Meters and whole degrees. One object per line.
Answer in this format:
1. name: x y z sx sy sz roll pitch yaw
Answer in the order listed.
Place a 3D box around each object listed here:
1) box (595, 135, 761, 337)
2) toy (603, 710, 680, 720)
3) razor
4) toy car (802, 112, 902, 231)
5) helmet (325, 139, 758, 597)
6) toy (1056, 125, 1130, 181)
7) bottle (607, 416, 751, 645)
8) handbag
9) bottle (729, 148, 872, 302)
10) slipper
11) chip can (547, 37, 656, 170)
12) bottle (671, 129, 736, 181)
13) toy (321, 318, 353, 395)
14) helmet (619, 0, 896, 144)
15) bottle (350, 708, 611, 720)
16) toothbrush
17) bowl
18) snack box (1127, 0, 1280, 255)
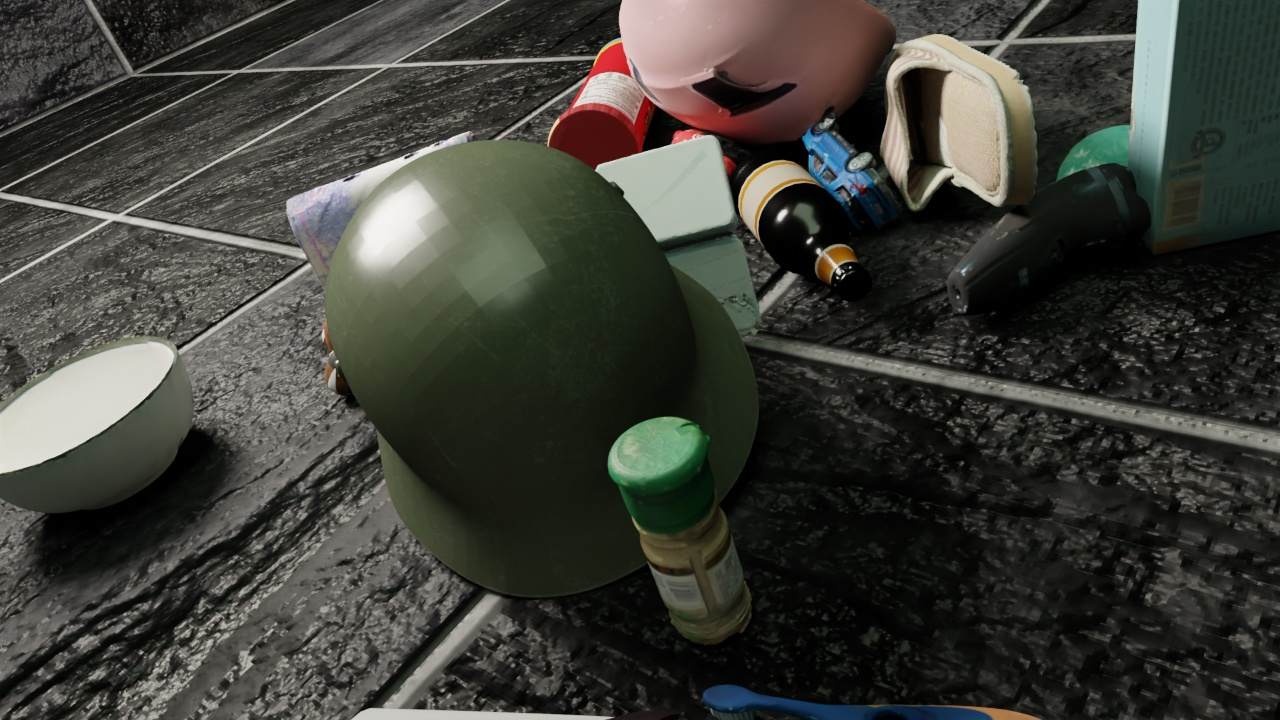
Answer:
1. box: -0.029 -0.062 0.608 0.197 0.136 0.044 -13 -1 11
2. toy: -0.034 0.191 0.280 0.184 0.140 0.159 -10 66 29
3. razor: 0.247 -0.069 0.553 0.140 0.053 0.064 -32 32 -17
4. toy car: 0.155 -0.142 0.698 0.044 0.056 0.120 -36 37 14
5. helmet: -0.075 -0.027 0.494 0.227 0.154 0.268 -34 50 -8
6. toy: 0.334 -0.131 0.619 0.105 0.033 0.084 -9 46 12
7. bottle: 0.021 0.077 0.400 0.043 0.111 0.043 -13 35 9
8. handbag: -0.183 -0.102 0.739 0.158 0.126 0.069 -20 31 0
9. bottle: 0.114 -0.092 0.642 0.059 0.059 0.181 -20 34 -2
10. slipper: 0.202 -0.160 0.635 0.052 0.115 0.262 -10 21 3
11. chip can: -0.027 -0.247 0.908 0.087 0.087 0.212 -8 34 16
12. bottle: 0.052 -0.175 0.805 0.042 0.042 0.141 -20 34 -2
13. toy: -0.184 -0.024 0.693 0.112 0.067 0.087 -9 46 -14
14. helmet: 0.088 -0.272 0.797 0.229 0.153 0.255 13 14 -45
15. bottle: -0.023 0.163 0.350 0.195 0.052 0.052 -5 36 19
16. toothbrush: 0.091 0.143 0.362 0.135 0.017 0.021 -1 41 20
17. bowl: -0.393 0.054 0.666 0.153 0.073 0.153 -13 34 9
18. snack box: 0.325 -0.146 0.516 0.075 0.175 0.053 -11 41 12
